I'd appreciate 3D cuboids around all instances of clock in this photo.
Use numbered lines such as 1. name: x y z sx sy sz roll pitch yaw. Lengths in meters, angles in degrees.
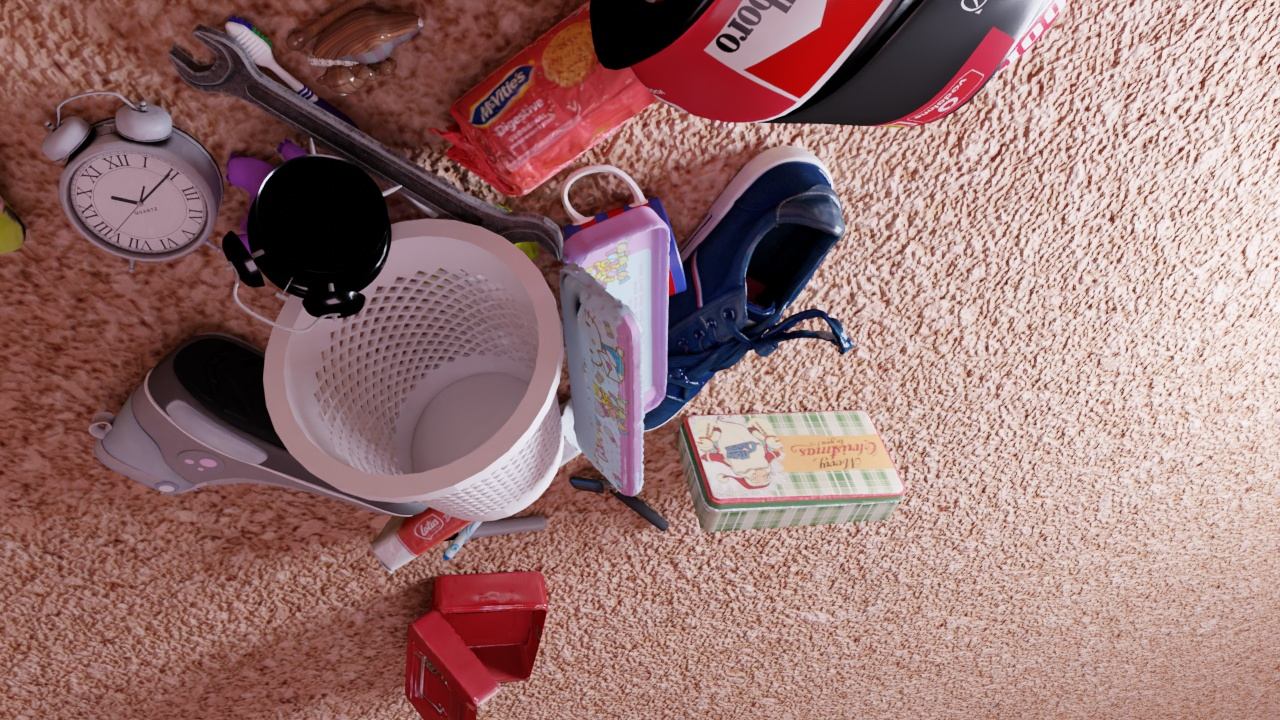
1. clock: -0.330 -0.118 0.598 0.094 0.035 0.123 -13 136 -4
2. clock: -0.207 -0.075 0.579 0.091 0.120 0.043 28 159 -13

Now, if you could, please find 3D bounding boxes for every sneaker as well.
1. sneaker: 0.069 -0.022 0.745 0.120 0.127 0.295 18 127 -28
2. sneaker: -0.310 0.086 0.770 0.161 0.093 0.256 -31 135 24

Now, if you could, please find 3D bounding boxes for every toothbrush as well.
1. toothbrush: -0.199 -0.156 0.614 0.015 0.016 0.186 -32 135 15

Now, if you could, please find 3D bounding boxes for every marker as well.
1. marker: -0.166 0.173 0.932 0.140 0.016 0.016 -5 133 -12
2. marker: -0.152 0.148 0.901 0.013 0.013 0.142 28 111 -35

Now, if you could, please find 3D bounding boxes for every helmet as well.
1. helmet: 0.129 -0.239 0.498 0.224 0.197 0.271 16 110 -33

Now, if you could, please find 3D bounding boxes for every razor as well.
1. razor: -0.014 0.146 0.951 0.043 0.022 0.144 4 157 42

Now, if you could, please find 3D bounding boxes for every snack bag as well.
1. snack bag: -0.146 0.114 0.843 0.225 0.077 0.041 -31 103 14
2. snack bag: -0.048 -0.172 0.600 0.177 0.082 0.082 -33 133 15

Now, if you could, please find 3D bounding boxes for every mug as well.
1. mug: -0.017 -0.095 0.695 0.076 0.075 0.112 -17 109 0

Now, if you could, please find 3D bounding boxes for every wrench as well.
1. wrench: -0.172 -0.131 0.606 0.273 0.010 0.070 29 142 -23

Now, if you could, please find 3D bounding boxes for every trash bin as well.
1. trash bin: -0.139 0.032 0.681 0.195 0.195 0.200 -16 157 -1

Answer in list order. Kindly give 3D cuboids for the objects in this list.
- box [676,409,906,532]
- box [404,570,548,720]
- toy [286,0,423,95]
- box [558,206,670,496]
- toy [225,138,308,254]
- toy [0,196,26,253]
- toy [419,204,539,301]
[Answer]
1. box: 0.143 0.102 0.890 0.205 0.117 0.050 1 136 -15
2. box: -0.172 0.316 1.008 0.164 0.152 0.158 -32 150 -40
3. toy: -0.167 -0.202 0.564 0.102 0.041 0.055 -24 113 18
4. box: -0.005 0.005 0.652 0.089 0.093 0.215 -25 146 -18
5. toy: -0.235 -0.097 0.630 0.088 0.056 0.106 -2 114 -27
6. toy: -0.458 -0.101 0.572 0.117 0.043 0.092 -3 135 -10
7. toy: -0.124 -0.082 0.694 0.094 0.036 0.094 7 135 -14
